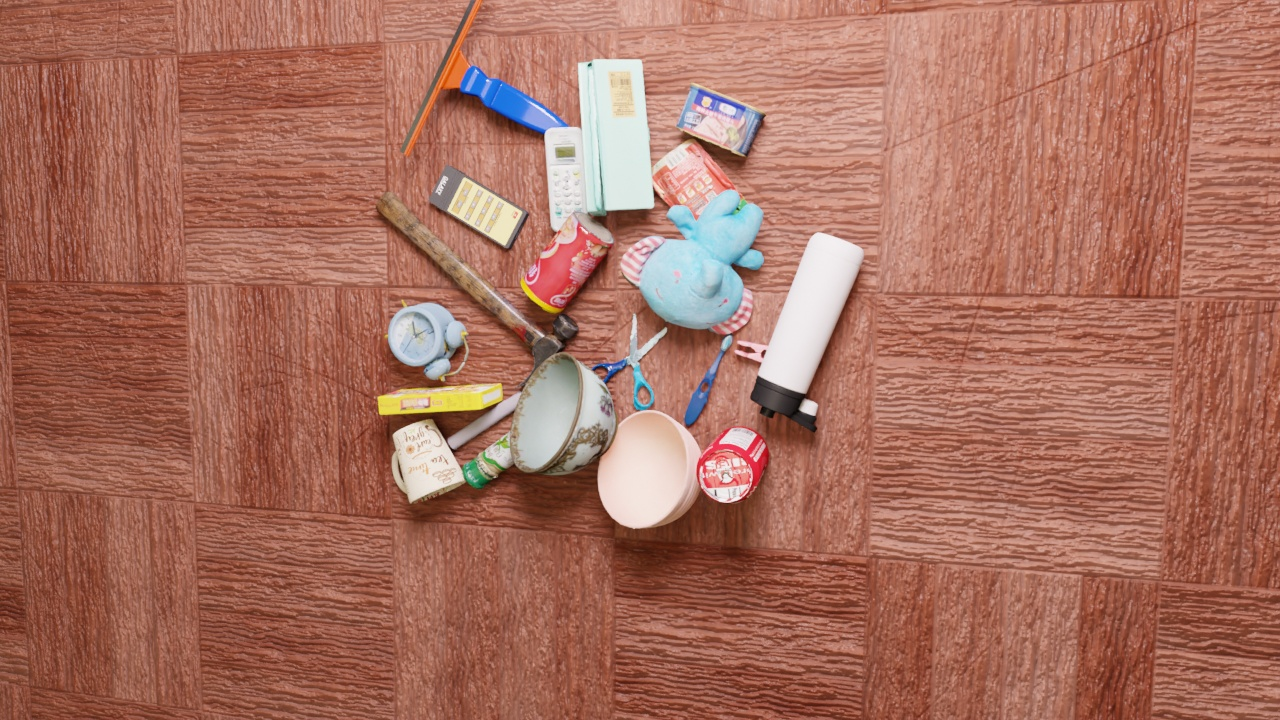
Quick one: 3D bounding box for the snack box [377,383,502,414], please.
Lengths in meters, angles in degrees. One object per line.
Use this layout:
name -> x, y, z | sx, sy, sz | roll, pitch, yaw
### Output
snack box -> -0.271, 0.052, 1.245 | 0.152, 0.075, 0.025 | -4, 96, 14

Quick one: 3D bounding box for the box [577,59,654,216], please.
box -> -0.026, -0.280, 1.155 | 0.091, 0.077, 0.188 | -3, 93, 5

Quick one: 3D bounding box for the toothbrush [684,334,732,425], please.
toothbrush -> 0.087, 0.026, 1.183 | 0.021, 0.016, 0.132 | 26, 100, 9

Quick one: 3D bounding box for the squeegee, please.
squeegee -> -0.175, -0.338, 1.191 | 0.185, 0.055, 0.250 | 29, 102, 1

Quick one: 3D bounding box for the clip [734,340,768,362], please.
clip -> 0.151, -0.014, 1.161 | 0.060, 0.023, 0.043 | 36, 98, 7

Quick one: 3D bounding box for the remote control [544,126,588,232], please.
remote control -> -0.095, -0.233, 1.187 | 0.050, 0.022, 0.133 | -1, 108, 3

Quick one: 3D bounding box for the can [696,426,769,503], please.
can -> 0.114, 0.126, 1.120 | 0.074, 0.142, 0.074 | 1, 95, 14

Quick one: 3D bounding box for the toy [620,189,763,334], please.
toy -> 0.081, -0.116, 1.116 | 0.183, 0.114, 0.181 | 30, 114, -16

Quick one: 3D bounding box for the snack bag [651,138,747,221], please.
snack bag -> 0.081, -0.197, 1.154 | 0.087, 0.044, 0.155 | -37, 90, 20

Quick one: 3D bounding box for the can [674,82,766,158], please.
can -> 0.097, -0.295, 1.131 | 0.100, 0.053, 0.059 | 26, 103, 11

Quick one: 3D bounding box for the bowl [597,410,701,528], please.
bowl -> 0.025, 0.144, 1.167 | 0.153, 0.076, 0.152 | -18, 63, 38

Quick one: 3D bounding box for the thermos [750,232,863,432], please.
thermos -> 0.213, -0.032, 1.122 | 0.101, 0.068, 0.230 | 18, 98, -20

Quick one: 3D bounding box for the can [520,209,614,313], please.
can -> -0.094, -0.127, 1.180 | 0.066, 0.066, 0.125 | 43, 111, 7

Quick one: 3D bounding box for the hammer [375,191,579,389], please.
hammer -> -0.240, -0.106, 1.246 | 0.330, 0.033, 0.120 | 42, 104, 8

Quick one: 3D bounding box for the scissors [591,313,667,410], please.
scissors -> -0.020, 0.000, 1.208 | 0.117, 0.014, 0.130 | 4, 96, 15

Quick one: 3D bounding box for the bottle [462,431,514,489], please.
bottle -> -0.190, 0.131, 1.250 | 0.110, 0.042, 0.042 | -36, 86, 14

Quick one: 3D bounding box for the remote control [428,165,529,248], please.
remote control -> -0.218, -0.207, 1.238 | 0.133, 0.013, 0.058 | 31, 102, 9

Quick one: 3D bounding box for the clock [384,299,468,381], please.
clock -> -0.287, -0.027, 1.252 | 0.124, 0.051, 0.089 | 32, 102, 13

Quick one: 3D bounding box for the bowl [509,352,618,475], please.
bowl -> -0.087, 0.080, 1.181 | 0.093, 0.160, 0.160 | 24, 104, -32

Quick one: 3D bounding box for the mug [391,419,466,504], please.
mug -> -0.308, 0.144, 1.275 | 0.122, 0.080, 0.097 | -31, 79, 41

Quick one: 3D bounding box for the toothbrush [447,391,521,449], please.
toothbrush -> -0.187, 0.067, 1.254 | 0.188, 0.018, 0.019 | -33, 89, 15
